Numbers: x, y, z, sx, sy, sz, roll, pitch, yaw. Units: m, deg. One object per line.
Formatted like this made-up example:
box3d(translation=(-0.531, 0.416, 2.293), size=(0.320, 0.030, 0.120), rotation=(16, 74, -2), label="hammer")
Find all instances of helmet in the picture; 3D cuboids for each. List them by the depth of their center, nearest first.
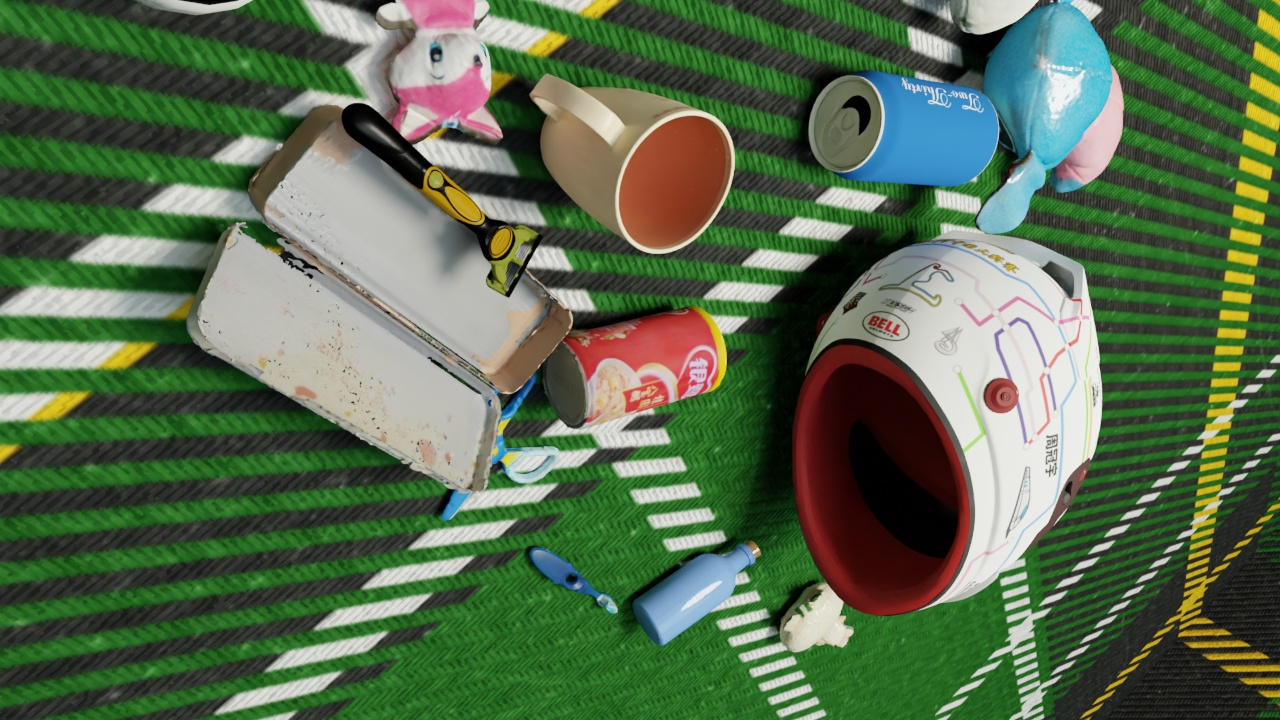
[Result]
box3d(translation=(0.268, 0.047, 0.791), size=(0.235, 0.231, 0.315), rotation=(-21, 122, -32), label="helmet")

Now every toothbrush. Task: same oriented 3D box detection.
box3d(translation=(-0.054, 0.186, 0.772), size=(0.021, 0.016, 0.132), rotation=(-49, 137, -7), label="toothbrush")

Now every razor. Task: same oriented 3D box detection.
box3d(translation=(-0.107, -0.090, 0.504), size=(0.144, 0.021, 0.044), rotation=(41, 70, -44), label="razor")

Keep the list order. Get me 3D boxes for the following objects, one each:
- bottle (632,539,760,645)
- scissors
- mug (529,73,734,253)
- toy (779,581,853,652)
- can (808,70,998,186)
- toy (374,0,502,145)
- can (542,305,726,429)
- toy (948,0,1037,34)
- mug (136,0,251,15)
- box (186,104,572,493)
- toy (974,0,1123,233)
box3d(translation=(0.058, 0.209, 0.856), size=(0.131, 0.048, 0.048), rotation=(-30, 132, -21), label="bottle")
box3d(translation=(-0.104, 0.063, 0.659), size=(0.130, 0.014, 0.125), rotation=(33, 93, -43), label="scissors")
box3d(translation=(-0.017, -0.127, 0.540), size=(0.111, 0.104, 0.085), rotation=(34, 92, -45), label="mug")
box3d(translation=(0.191, 0.285, 1.012), size=(0.087, 0.050, 0.112), rotation=(-52, 139, 1), label="toy")
box3d(translation=(0.205, -0.177, 0.708), size=(0.145, 0.079, 0.079), rotation=(-6, 120, -37), label="can")
box3d(translation=(-0.105, -0.162, 0.490), size=(0.065, 0.050, 0.102), rotation=(-16, 120, -26), label="toy")
box3d(translation=(-0.004, 0.004, 0.661), size=(0.124, 0.067, 0.067), rotation=(-15, 125, -32), label="can")
box3d(translation=(0.286, -0.341, 0.664), size=(0.209, 0.085, 0.138), rotation=(-46, 145, -12), label="toy")
box3d(translation=(-0.178, -0.200, 0.382), size=(0.123, 0.076, 0.090), rotation=(-37, 134, -16), label="mug")
box3d(translation=(-0.139, -0.026, 0.536), size=(0.216, 0.071, 0.156), rotation=(42, 58, -46), label="box")
box3d(translation=(0.351, -0.210, 0.777), size=(0.191, 0.099, 0.224), rotation=(8, 91, -50), label="toy")
